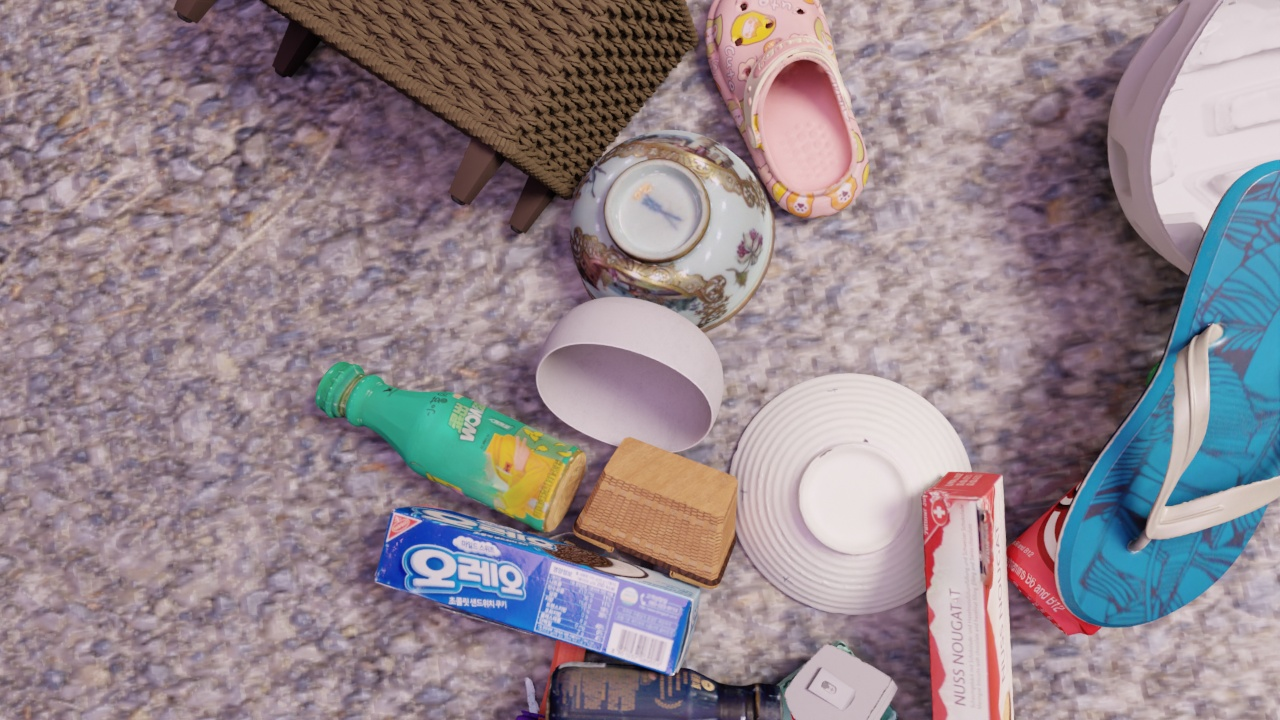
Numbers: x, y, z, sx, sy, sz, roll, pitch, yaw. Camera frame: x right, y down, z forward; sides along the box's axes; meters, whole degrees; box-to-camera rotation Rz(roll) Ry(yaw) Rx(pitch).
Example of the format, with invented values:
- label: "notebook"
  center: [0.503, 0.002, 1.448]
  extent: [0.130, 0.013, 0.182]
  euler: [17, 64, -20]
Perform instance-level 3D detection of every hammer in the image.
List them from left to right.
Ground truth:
- label: "hammer"
  center: [-0.070, 0.291, 0.677]
  extent: [0.133, 0.033, 0.333]
  euler: [11, 83, 10]

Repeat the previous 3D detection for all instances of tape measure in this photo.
- label: "tape measure"
  center: [0.133, 0.229, 0.621]
  extent: [0.062, 0.020, 0.060]
  euler: [22, 68, 44]

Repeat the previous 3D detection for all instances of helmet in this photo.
- label: "helmet"
  center: [0.436, -0.153, 0.547]
  extent: [0.283, 0.183, 0.224]
  euler: [-14, 112, 26]

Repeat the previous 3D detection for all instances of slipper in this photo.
- label: "slipper"
  center: [0.105, -0.201, 0.669]
  extent: [0.093, 0.081, 0.197]
  euler: [-18, 85, 9]
- label: "slipper"
  center: [0.337, 0.034, 0.524]
  extent: [0.118, 0.060, 0.295]
  euler: [12, 104, -10]

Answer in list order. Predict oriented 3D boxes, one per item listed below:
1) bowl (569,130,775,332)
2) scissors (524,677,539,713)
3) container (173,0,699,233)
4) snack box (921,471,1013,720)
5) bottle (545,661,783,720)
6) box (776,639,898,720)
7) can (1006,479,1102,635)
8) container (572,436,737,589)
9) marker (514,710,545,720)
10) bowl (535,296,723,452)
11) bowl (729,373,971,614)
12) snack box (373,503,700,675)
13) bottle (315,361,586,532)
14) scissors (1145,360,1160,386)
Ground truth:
- label: "bowl"
  center: [0.017, -0.100, 0.669]
  extent: [0.160, 0.094, 0.160]
  euler: [-1, 85, 9]
- label: "scissors"
  center: [-0.074, 0.313, 0.696]
  extent: [0.127, 0.014, 0.129]
  euler: [18, 87, 12]
- label: "container"
  center: [-0.154, -0.257, 0.673]
  extent: [0.321, 0.176, 0.205]
  euler: [34, 95, 10]
- label: "snack box"
  center: [0.218, 0.213, 0.597]
  extent: [0.044, 0.076, 0.273]
  euler: [-1, 95, 32]
- label: "bottle"
  center: [0.017, 0.240, 0.631]
  extent: [0.161, 0.056, 0.056]
  euler: [2, 86, 2]
- label: "box"
  center: [0.094, 0.290, 0.636]
  extent: [0.187, 0.109, 0.078]
  euler: [-38, 99, 7]
- label: "can"
  center: [0.317, 0.114, 0.613]
  extent: [0.142, 0.074, 0.074]
  euler: [-44, 80, 4]
- label: "container"
  center: [0.016, 0.105, 0.659]
  extent: [0.114, 0.063, 0.061]
  euler: [20, 123, 10]
- label: "marker"
  center: [-0.026, 0.273, 0.651]
  extent: [0.134, 0.015, 0.018]
  euler: [13, 57, 4]
- label: "bowl"
  center: [-0.004, 0.004, 0.656]
  extent: [0.132, 0.132, 0.064]
  euler: [12, 55, 10]
- label: "bowl"
  center: [0.148, 0.095, 0.645]
  extent: [0.177, 0.071, 0.177]
  euler: [-1, 85, 10]
- label: "snack box"
  center: [-0.072, 0.159, 0.652]
  extent: [0.226, 0.059, 0.059]
  euler: [13, 88, 11]
- label: "bottle"
  center: [-0.148, 0.059, 0.699]
  extent: [0.210, 0.068, 0.068]
  euler: [23, 90, 10]
- label: "scissors"
  center: [0.415, 0.032, 0.623]
  extent: [0.128, 0.012, 0.121]
  euler: [3, 94, 23]
